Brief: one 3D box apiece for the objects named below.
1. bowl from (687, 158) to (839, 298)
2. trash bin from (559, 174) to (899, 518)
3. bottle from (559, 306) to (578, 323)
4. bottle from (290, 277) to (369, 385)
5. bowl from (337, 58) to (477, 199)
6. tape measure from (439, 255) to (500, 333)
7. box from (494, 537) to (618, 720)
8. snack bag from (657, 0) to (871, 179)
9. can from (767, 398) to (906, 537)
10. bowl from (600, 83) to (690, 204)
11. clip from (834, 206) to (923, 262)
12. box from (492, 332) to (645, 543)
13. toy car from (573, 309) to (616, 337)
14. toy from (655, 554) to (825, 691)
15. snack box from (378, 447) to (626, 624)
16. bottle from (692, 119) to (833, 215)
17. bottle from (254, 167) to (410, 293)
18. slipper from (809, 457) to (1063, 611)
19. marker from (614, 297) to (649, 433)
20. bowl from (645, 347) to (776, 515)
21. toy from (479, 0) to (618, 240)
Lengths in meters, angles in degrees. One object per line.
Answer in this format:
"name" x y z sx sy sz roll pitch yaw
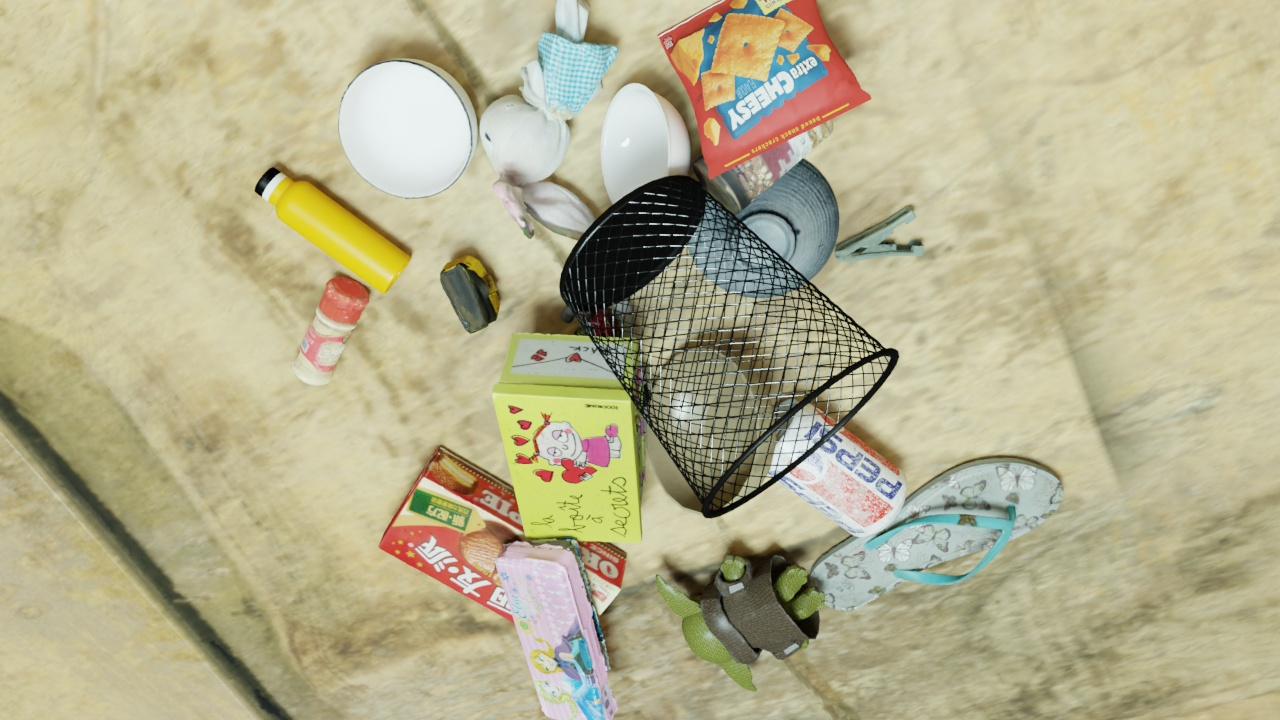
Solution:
"bowl" 0.104 -0.108 0.790 0.137 0.057 0.137 2 116 5
"trash bin" 0.055 -0.019 0.707 0.184 0.183 0.210 -48 69 23
"bottle" -0.037 -0.077 0.836 0.030 0.030 0.113 37 114 -11
"bottle" -0.300 -0.027 0.884 0.044 0.044 0.109 29 115 -8
"bowl" -0.191 -0.199 0.777 0.113 0.063 0.113 2 115 5
"tape measure" -0.153 -0.063 0.837 0.037 0.064 0.065 -21 103 8
"box" -0.081 0.278 0.941 0.085 0.053 0.231 3 121 25
"snack bag" 0.092 -0.228 0.714 0.131 0.039 0.144 -24 68 16
"can" 0.179 0.102 0.870 0.136 0.078 0.078 36 114 -11
"bowl" 0.011 -0.171 0.760 0.040 0.110 0.110 -8 120 -30
"clip" 0.206 -0.103 0.801 0.076 0.023 0.059 -16 111 11
"box" -0.057 0.080 0.849 0.124 0.080 0.221 4 135 4
"toy car" -0.046 -0.004 0.864 0.036 0.042 0.091 18 115 5
"toy" 0.114 0.262 0.954 0.153 0.078 0.179 -29 109 27
"snack box" -0.143 0.200 0.963 0.236 0.060 0.113 32 117 -9
"bottle" 0.099 -0.172 0.743 0.105 0.056 0.056 -40 106 -1
"bottle" -0.281 -0.120 0.836 0.143 0.043 0.043 37 114 -11
"slipper" 0.286 0.179 0.910 0.269 0.054 0.098 -32 106 21
"marker" -0.005 0.005 0.879 0.016 0.016 0.141 -7 114 10
"bowl" 0.072 0.064 0.846 0.050 0.152 0.153 2 124 -39
"toy" -0.086 -0.206 0.750 0.106 0.130 0.205 17 105 22
